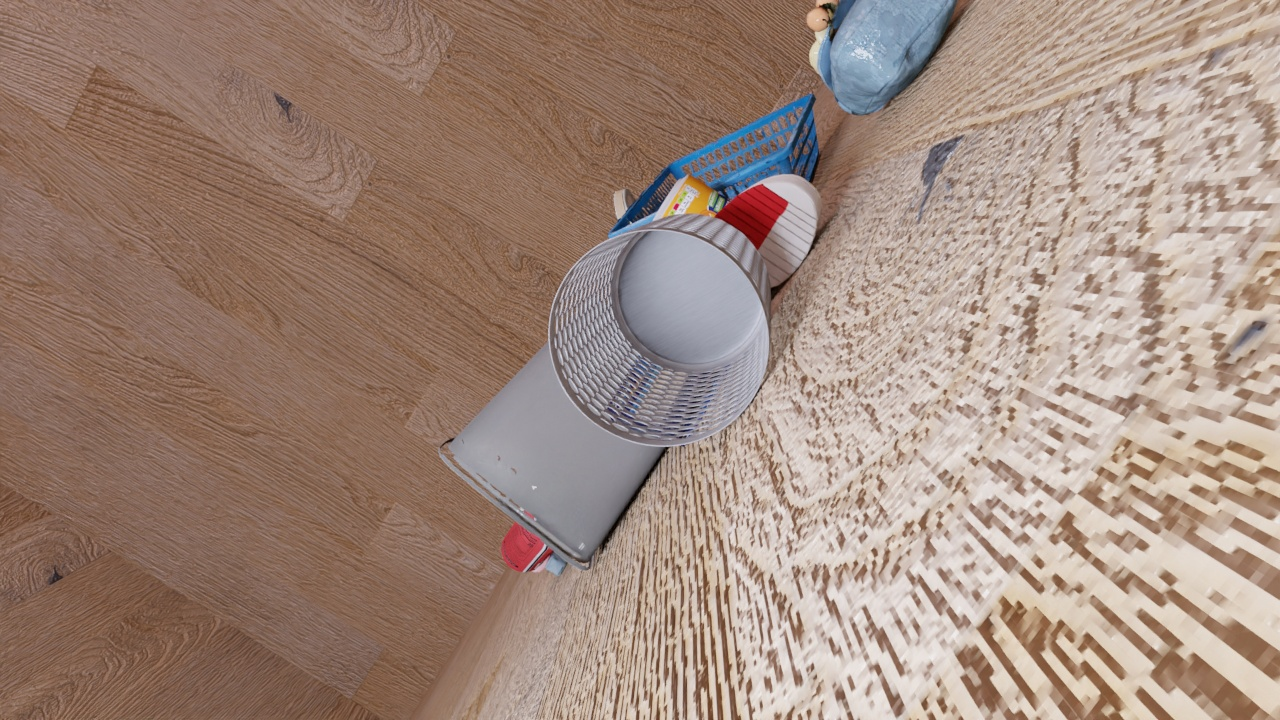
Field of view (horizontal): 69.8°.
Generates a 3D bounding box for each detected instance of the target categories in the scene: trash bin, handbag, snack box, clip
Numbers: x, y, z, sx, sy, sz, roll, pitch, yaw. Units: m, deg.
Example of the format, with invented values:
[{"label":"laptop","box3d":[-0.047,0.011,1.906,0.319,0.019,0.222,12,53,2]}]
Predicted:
[{"label":"trash bin","box3d":[0.028,-0.036,0.727,0.157,0.156,0.183,-57,-1,19]},{"label":"trash bin","box3d":[-0.061,0.065,0.973,0.220,0.197,0.197,-51,2,-1]},{"label":"handbag","box3d":[0.215,-0.306,0.864,0.122,0.118,0.191,-57,-4,13]},{"label":"snack box","box3d":[0.038,0.004,0.862,0.150,0.082,0.027,-57,-37,-22]},{"label":"clip","box3d":[-0.061,0.190,1.185,0.172,0.030,0.165,-60,5,-28]}]

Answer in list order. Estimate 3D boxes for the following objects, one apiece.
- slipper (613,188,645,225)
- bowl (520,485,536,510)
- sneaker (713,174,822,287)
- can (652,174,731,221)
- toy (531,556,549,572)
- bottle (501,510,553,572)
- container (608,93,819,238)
[{"label":"slipper","box3d":[0.039,-0.148,1.357,0.054,0.272,0.114,-18,47,23]},{"label":"bowl","box3d":[-0.091,0.154,1.275,0.188,0.060,0.219,-64,-17,-4]},{"label":"sneaker","box3d":[0.114,-0.112,0.905,0.104,0.090,0.237,-52,-6,-37]},{"label":"can","box3d":[0.089,-0.145,1.051,0.079,0.142,0.079,-57,2,2]},{"label":"toy","box3d":[-0.129,0.224,1.465,0.191,0.087,0.237,-27,29,45]},{"label":"bottle","box3d":[-0.131,0.218,1.165,0.062,0.062,0.177,-58,2,-33]},{"label":"container","box3d":[0.125,-0.240,1.259,0.258,0.089,0.361,-22,18,25]}]
